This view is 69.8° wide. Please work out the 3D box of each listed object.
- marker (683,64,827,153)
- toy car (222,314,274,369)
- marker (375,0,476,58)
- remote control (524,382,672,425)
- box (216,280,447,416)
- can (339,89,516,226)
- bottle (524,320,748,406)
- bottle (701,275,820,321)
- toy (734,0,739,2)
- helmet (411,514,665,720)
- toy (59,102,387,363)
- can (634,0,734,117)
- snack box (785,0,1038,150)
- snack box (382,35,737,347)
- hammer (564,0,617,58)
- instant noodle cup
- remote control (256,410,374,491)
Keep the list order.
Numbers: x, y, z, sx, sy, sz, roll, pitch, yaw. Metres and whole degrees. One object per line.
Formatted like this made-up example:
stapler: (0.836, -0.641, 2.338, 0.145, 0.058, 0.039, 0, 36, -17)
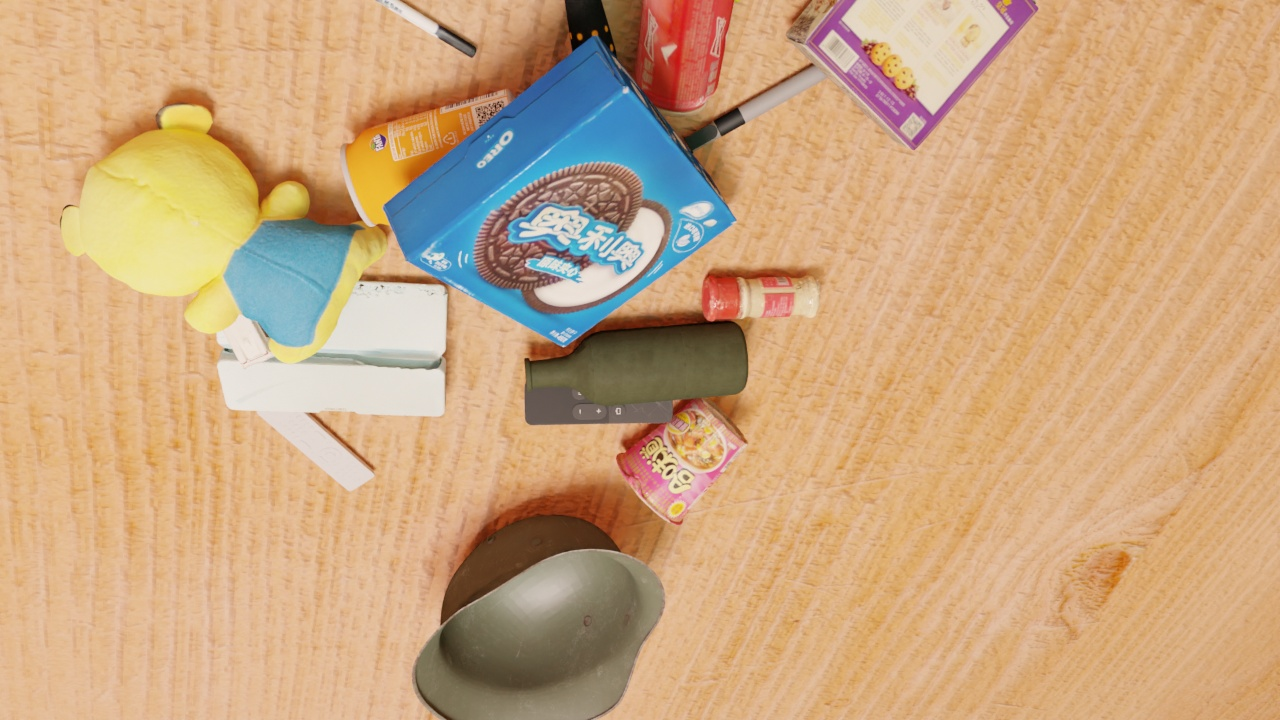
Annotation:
marker: (0.102, -0.215, 0.769, 0.140, 0.016, 0.016, -28, 125, 9)
toy car: (-0.341, -0.050, 0.765, 0.039, 0.039, 0.113, -23, 102, -3)
marker: (-0.190, -0.269, 0.680, 0.152, 0.011, 0.011, 26, 116, -26)
remote control: (-0.041, 0.040, 0.905, 0.146, 0.008, 0.045, -1, 92, -5)
box: (-0.273, -0.008, 0.822, 0.197, 0.049, 0.137, 2, 116, -10)
can: (-0.154, -0.157, 0.722, 0.142, 0.079, 0.079, -16, 126, 0)
bottle: (-0.005, 0.005, 0.868, 0.206, 0.071, 0.072, -5, 125, -8)
bottle: (0.113, -0.059, 0.864, 0.109, 0.044, 0.044, -2, 125, -10)
toy: (0.090, -0.320, 0.683, 0.093, 0.036, 0.094, -13, 119, -5)
helmet: (-0.104, 0.256, 0.972, 0.268, 0.153, 0.227, -33, 123, 13)
toy: (-0.319, -0.096, 0.711, 0.214, 0.084, 0.148, 33, 75, -21)
can: (0.035, -0.264, 0.670, 0.067, 0.067, 0.170, -2, 140, -9)
snack box: (0.216, -0.269, 0.727, 0.143, 0.040, 0.148, 33, 105, -28)
snack box: (-0.049, -0.114, 0.719, 0.196, 0.056, 0.238, -35, 154, 12)
hammer: (-0.053, -0.298, 0.674, 0.123, 0.036, 0.321, -13, 123, -1)
instant noodle cup: (0.047, 0.095, 0.934, 0.109, 0.097, 0.097, -44, 121, 10)
remote control: (-0.315, 0.080, 0.897, 0.033, 0.012, 0.131, -32, 124, 9)
